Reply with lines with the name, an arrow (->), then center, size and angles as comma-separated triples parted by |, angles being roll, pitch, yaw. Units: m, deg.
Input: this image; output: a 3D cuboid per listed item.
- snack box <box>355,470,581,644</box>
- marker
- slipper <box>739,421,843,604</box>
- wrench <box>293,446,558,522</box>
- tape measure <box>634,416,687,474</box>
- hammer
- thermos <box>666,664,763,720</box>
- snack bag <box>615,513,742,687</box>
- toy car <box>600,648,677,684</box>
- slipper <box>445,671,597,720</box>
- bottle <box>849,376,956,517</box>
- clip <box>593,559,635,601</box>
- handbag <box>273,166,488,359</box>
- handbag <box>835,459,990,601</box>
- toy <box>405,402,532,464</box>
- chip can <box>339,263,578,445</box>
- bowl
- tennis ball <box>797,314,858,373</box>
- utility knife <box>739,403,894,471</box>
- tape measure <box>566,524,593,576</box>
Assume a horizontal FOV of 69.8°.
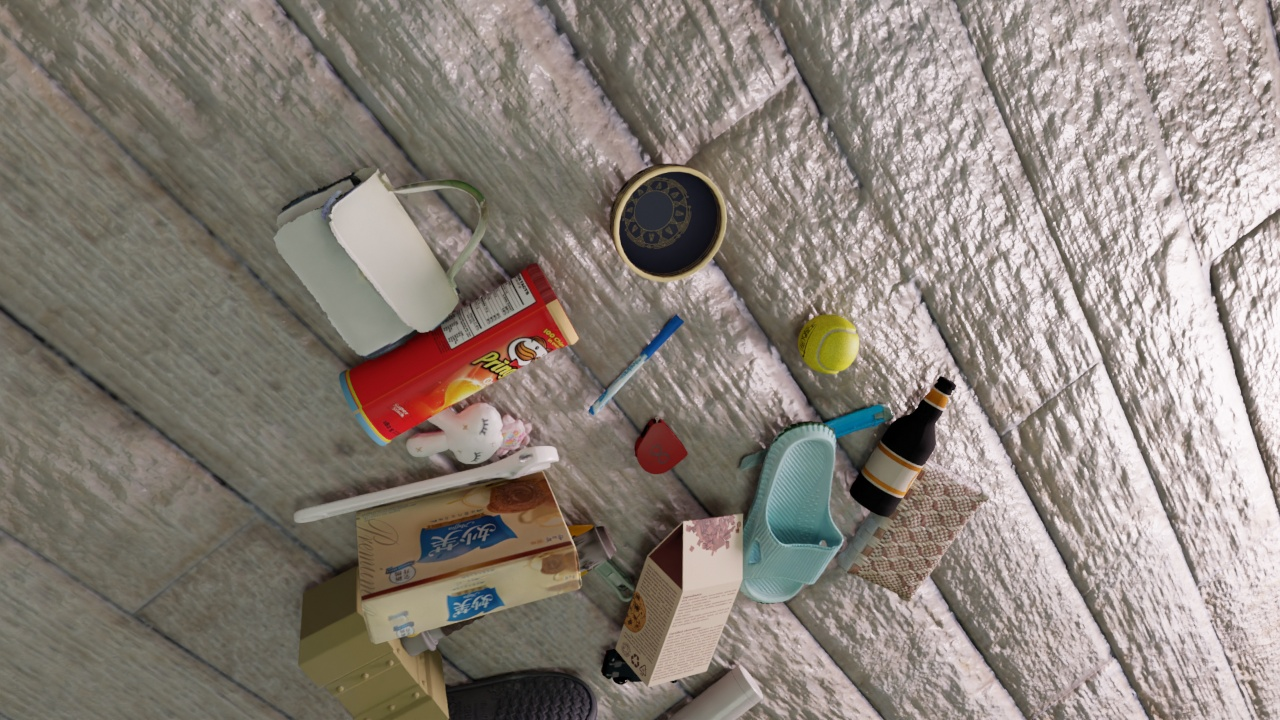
snack box -> -0.178, 0.192, 0.931 | 0.207, 0.153, 0.055 | -12, 117, -14
marker -> -0.006, 0.006, 0.984 | 0.142, 0.013, 0.013 | -47, 120, 7
slipper -> 0.182, 0.199, 1.102 | 0.116, 0.069, 0.277 | 0, 119, -15
wrench -> -0.219, 0.130, 0.950 | 0.273, 0.066, 0.018 | -13, 75, -8
tape measure -> 0.017, 0.098, 1.031 | 0.051, 0.019, 0.059 | -37, 114, 4
hammer -> -0.177, 0.268, 0.993 | 0.325, 0.100, 0.190 | -27, 120, -3
thermos -> 0.059, 0.492, 1.215 | 0.224, 0.052, 0.052 | -38, 120, 2
snack bag -> 0.054, 0.272, 1.083 | 0.094, 0.070, 0.207 | 1, 116, -39
toy car -> 0.006, 0.380, 1.154 | 0.112, 0.034, 0.046 | 6, 112, -20
slipper -> -0.182, 0.441, 1.079 | 0.268, 0.110, 0.083 | -1, 118, -15
bottle -> 0.325, 0.101, 1.114 | 0.059, 0.059, 0.182 | 21, 106, -26
clip -> -0.032, 0.255, 1.085 | 0.023, 0.043, 0.076 | -36, 121, 2
handbag -> -0.216, -0.102, 0.824 | 0.176, 0.074, 0.151 | -30, 120, -4
handbag -> 0.351, 0.216, 1.188 | 0.124, 0.047, 0.186 | 27, 104, -19
toy -> -0.173, 0.075, 0.944 | 0.125, 0.037, 0.076 | 10, 115, -18
chip can -> -0.172, -0.006, 0.879 | 0.213, 0.087, 0.087 | -29, 120, -3
bowl -> 0.020, -0.139, 0.893 | 0.112, 0.061, 0.112 | -8, 117, -16
tennis ball -> 0.208, -0.018, 1.013 | 0.065, 0.065, 0.065 | -8, 117, -16
utility knife -> 0.212, 0.092, 1.099 | 0.206, 0.015, 0.031 | -19, 114, -8
tape measure -> -0.078, 0.218, 1.049 | 0.068, 0.030, 0.059 | -9, 117, -10
